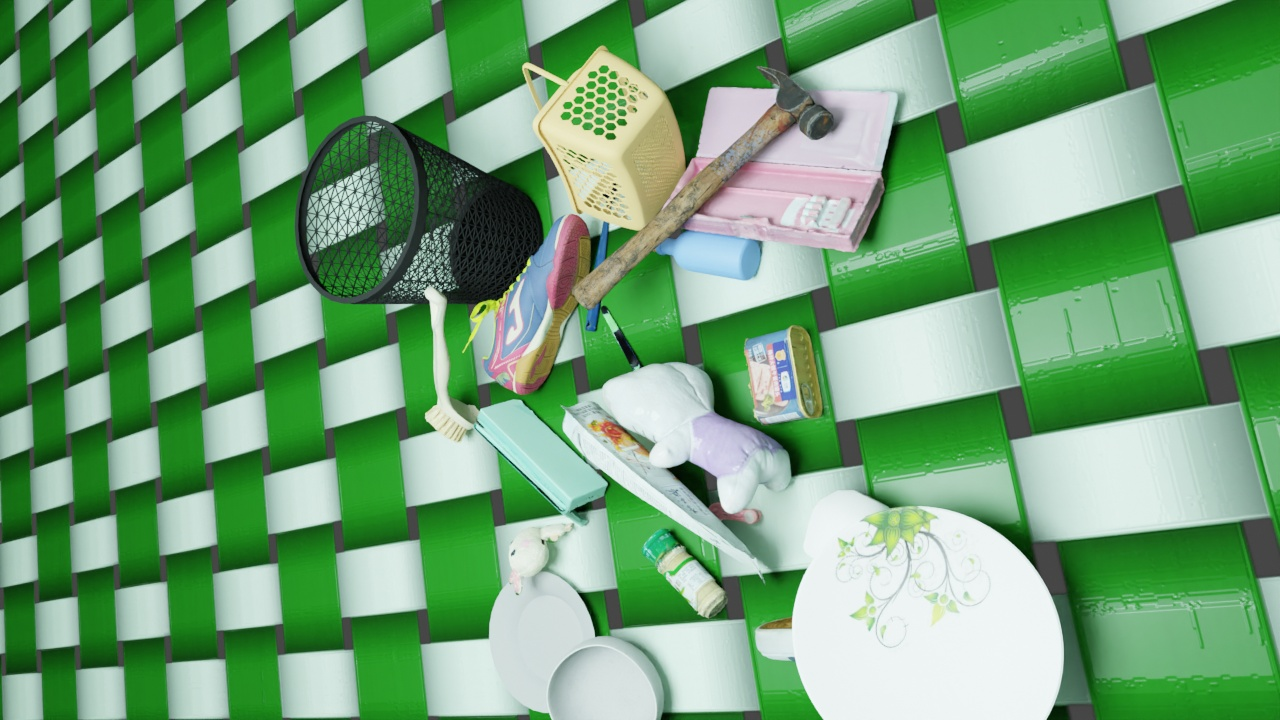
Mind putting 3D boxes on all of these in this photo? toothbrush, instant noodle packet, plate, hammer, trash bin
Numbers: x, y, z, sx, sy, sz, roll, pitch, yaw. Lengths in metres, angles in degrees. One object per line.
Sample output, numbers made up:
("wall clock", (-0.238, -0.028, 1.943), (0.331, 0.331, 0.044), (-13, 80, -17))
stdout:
("toothbrush", (-0.007, 0.006, 1.107), (0.014, 0.017, 0.188), (-43, 64, 26))
("instant noodle packet", (0.023, 0.136, 0.996), (0.269, 0.147, 0.057), (35, 83, 37))
("toothbrush", (-0.052, -0.131, 1.146), (0.016, 0.017, 0.190), (9, 92, 35))
("plate", (-0.120, 0.352, 1.156), (0.173, 0.019, 0.172), (-3, 85, 34))
("hammer", (0.050, -0.180, 1.000), (0.331, 0.033, 0.120), (-42, 50, 10))
("plate", (0.252, 0.247, 0.821), (0.230, 0.030, 0.229), (-6, 75, 23))
("trash bin", (-0.262, -0.166, 1.154), (0.217, 0.242, 0.217), (-3, 85, 34))

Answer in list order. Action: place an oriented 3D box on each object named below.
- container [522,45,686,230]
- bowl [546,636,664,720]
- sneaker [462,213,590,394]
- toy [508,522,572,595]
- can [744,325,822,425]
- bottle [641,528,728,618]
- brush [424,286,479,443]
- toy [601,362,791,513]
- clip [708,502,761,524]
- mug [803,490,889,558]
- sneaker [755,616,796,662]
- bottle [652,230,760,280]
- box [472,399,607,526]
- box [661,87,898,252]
("container", (-0.048, -0.255, 1.041), (0.167, 0.183, 0.129), (31, 77, 22))
("bowl", (-0.036, 0.384, 1.062), (0.132, 0.064, 0.132), (0, 91, 16))
("sneaker", (-0.140, -0.077, 1.142), (0.091, 0.116, 0.242), (29, 109, 22))
("toy", (-0.136, 0.238, 1.145), (0.050, 0.087, 0.112), (32, 94, -12))
("can", (0.151, 0.018, 0.976), (0.059, 0.053, 0.099), (-15, 78, 33))
("bottle", (0.051, 0.240, 1.036), (0.110, 0.042, 0.043), (43, 110, 27))
("brush", (-0.246, 0.010, 1.152), (0.062, 0.077, 0.273), (32, 145, 22))
("toy", (0.060, 0.071, 0.983), (0.209, 0.137, 0.086), (38, 122, 29))
("clip", (0.103, 0.168, 1.010), (0.058, 0.035, 0.022), (2, 84, 30))
("mug", (0.225, 0.177, 0.898), (0.124, 0.090, 0.076), (26, 91, 15))
("sneaker", (0.222, 0.293, 0.892), (0.236, 0.087, 0.079), (-7, 87, 30))
("bottle", (0.069, -0.124, 1.045), (0.131, 0.048, 0.048), (14, 94, 34))
("box", (-0.136, 0.138, 1.156), (0.189, 0.077, 0.079), (39, 124, 28))
("box", (0.153, -0.209, 0.998), (0.233, 0.055, 0.180), (15, 80, 35))
